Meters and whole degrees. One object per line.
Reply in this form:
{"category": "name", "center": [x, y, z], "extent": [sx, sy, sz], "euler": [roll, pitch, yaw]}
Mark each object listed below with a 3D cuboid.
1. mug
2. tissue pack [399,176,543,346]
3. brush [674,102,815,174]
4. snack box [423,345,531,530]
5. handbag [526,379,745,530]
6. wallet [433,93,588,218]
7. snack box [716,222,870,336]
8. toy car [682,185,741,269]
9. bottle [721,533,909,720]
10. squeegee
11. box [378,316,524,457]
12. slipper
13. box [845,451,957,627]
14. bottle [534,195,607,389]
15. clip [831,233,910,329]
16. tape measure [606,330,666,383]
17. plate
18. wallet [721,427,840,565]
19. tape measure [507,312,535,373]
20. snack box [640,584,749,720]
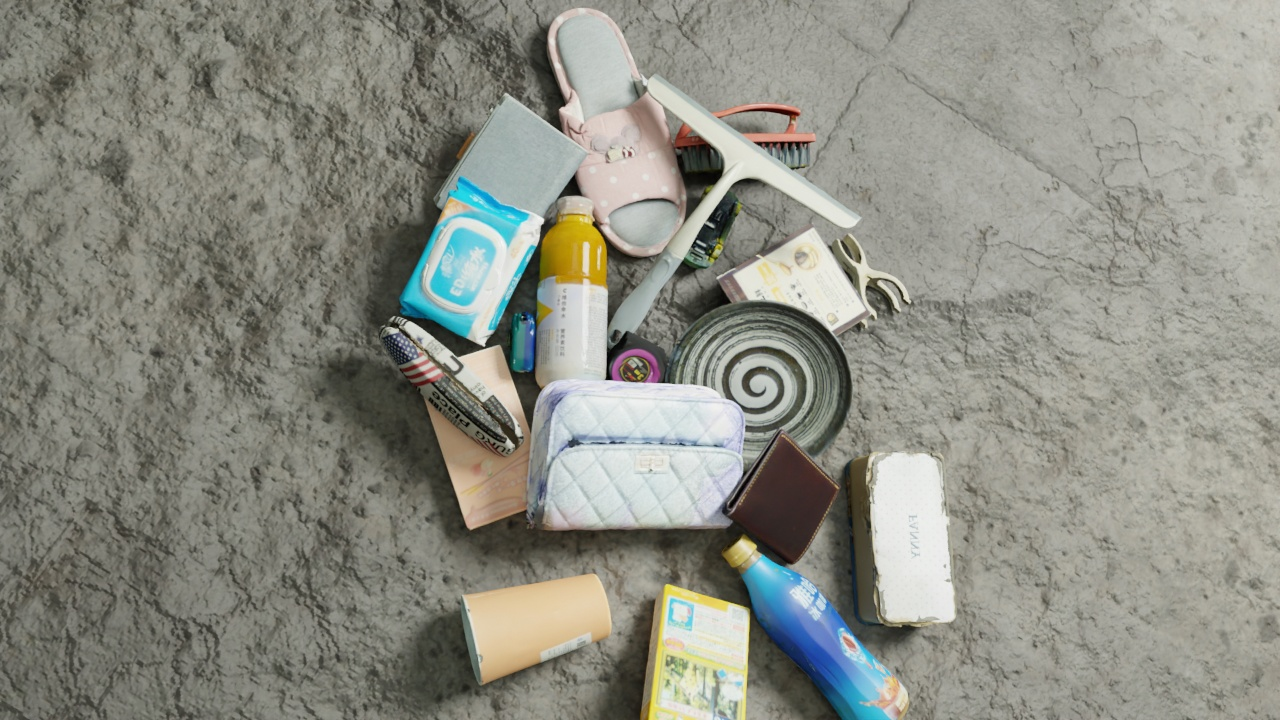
{"category": "mug", "center": [-0.092, 0.234, 0.817], "extent": [0.122, 0.078, 0.078], "euler": [-10, 80, -17]}
{"category": "tissue pack", "center": [-0.159, -0.090, 0.859], "extent": [0.090, 0.063, 0.140], "euler": [27, 94, -2]}
{"category": "brush", "center": [0.102, -0.228, 0.945], "extent": [0.145, 0.063, 0.069], "euler": [-6, 97, -20]}
{"category": "snack box", "center": [-0.147, 0.071, 0.863], "extent": [0.084, 0.026, 0.157], "euler": [-18, 83, -14]}
{"category": "handbag", "center": [-0.003, 0.090, 0.837], "extent": [0.193, 0.075, 0.134], "euler": [3, 102, -19]}
{"category": "wallet", "center": [-0.130, -0.181, 0.901], "extent": [0.106, 0.037, 0.130], "euler": [35, 96, -1]}
{"category": "snack box", "center": [0.151, -0.061, 0.935], "extent": [0.125, 0.053, 0.113], "euler": [-31, 86, -12]}
{"category": "toy car", "center": [0.069, -0.136, 0.943], "extent": [0.043, 0.036, 0.091], "euler": [27, 76, -4]}
{"category": "bottle", "center": [0.159, 0.255, 0.865], "extent": [0.065, 0.065, 0.218], "euler": [-41, 89, -16]}
{"category": "squeegee", "center": [0.038, -0.111, 0.884], "extent": [0.246, 0.039, 0.247], "euler": [37, 97, 6]}
{"category": "box", "center": [-0.166, 0.021, 0.823], "extent": [0.164, 0.071, 0.057], "euler": [43, 50, -3]}
{"category": "slipper", "center": [-0.025, -0.238, 0.936], "extent": [0.114, 0.054, 0.274], "euler": [-15, 83, -14]}
{"category": "box", "center": [0.257, 0.181, 0.905], "extent": [0.089, 0.060, 0.184], "euler": [3, 80, -10]}
{"category": "bottle", "center": [-0.065, -0.063, 0.882], "extent": [0.068, 0.068, 0.189], "euler": [3, 80, -11]}
{"category": "clip", "center": [0.229, -0.077, 0.965], "extent": [0.103, 0.035, 0.092], "euler": [40, 73, 4]}
{"category": "tape measure", "center": [-0.005, 0.005, 0.892], "extent": [0.057, 0.039, 0.058], "euler": [24, 106, -15]}
{"category": "plate", "center": [0.113, 0.024, 0.888], "extent": [0.179, 0.024, 0.179], "euler": [3, 109, 8]}
{"category": "wallet", "center": [0.137, 0.131, 0.871], "extent": [0.122, 0.020, 0.096], "euler": [42, 77, -39]}
{"category": "tape measure", "center": [-0.114, -0.017, 0.873], "extent": [0.025, 0.054, 0.058], "euler": [3, 92, -12]}
{"category": "snack box", "center": [0.051, 0.277, 0.822], "extent": [0.087, 0.034, 0.140], "euler": [18, 42, -7]}
